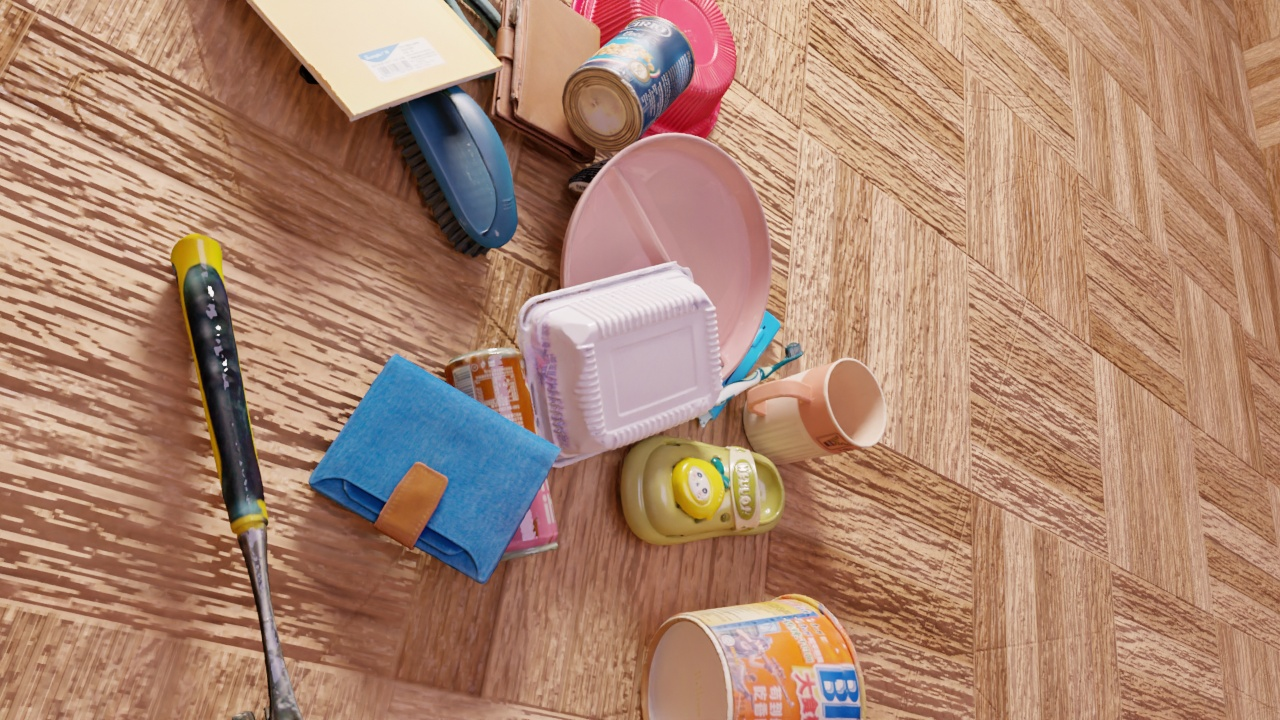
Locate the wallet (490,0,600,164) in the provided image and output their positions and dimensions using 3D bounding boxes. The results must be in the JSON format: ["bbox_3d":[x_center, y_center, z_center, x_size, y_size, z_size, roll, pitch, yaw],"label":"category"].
[{"bbox_3d":[-0.077,-0.245,0.779,0.107,0.031,0.131,18,66,-45],"label":"wallet"}]

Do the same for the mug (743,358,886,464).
[{"bbox_3d":[0.148,0.046,0.843,0.114,0.106,0.081,19,63,-35],"label":"mug"}]

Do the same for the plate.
[{"bbox_3d":[0.025,-0.076,0.784,0.229,0.028,0.229,-7,102,-37],"label":"plate"}]

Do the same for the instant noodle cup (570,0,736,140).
[{"bbox_3d":[0.027,-0.304,0.889,0.193,0.066,0.193,14,68,-37],"label":"instant noodle cup"}]

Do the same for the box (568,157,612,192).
[{"bbox_3d":[0.012,-0.146,0.831,0.162,0.076,0.087,-26,115,-45],"label":"box"}]

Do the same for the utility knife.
[{"bbox_3d":[0.090,0.005,0.868,0.034,0.018,0.159,51,51,-17],"label":"utility knife"}]

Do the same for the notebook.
[{"bbox_3d":[-0.215,-0.267,0.661,0.206,0.010,0.145,48,48,6],"label":"notebook"}]

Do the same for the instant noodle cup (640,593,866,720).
[{"bbox_3d":[0.077,0.253,0.692,0.111,0.152,0.151,9,69,-30],"label":"instant noodle cup"}]

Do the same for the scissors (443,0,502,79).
[{"bbox_3d":[-0.127,-0.250,0.768,0.129,0.019,0.185,-34,97,-43],"label":"scissors"}]

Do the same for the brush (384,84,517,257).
[{"bbox_3d":[-0.135,-0.152,0.691,0.055,0.074,0.144,-31,95,-48],"label":"brush"}]

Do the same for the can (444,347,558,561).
[{"bbox_3d":[-0.100,0.068,0.657,0.057,0.058,0.147,-5,79,-41],"label":"can"}]

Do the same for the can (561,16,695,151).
[{"bbox_3d":[-0.009,-0.233,0.773,0.075,0.076,0.110,50,46,-16],"label":"can"}]

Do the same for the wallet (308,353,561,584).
[{"bbox_3d":[-0.133,0.071,0.602,0.133,0.040,0.106,31,72,-2],"label":"wallet"}]

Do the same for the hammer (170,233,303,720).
[{"bbox_3d":[-0.228,0.080,0.523,0.031,0.126,0.323,-7,69,-35],"label":"hammer"}]

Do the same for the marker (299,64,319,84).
[{"bbox_3d":[-0.199,-0.218,0.699,0.123,0.015,0.018,-14,82,-41],"label":"marker"}]

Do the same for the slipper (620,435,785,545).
[{"bbox_3d":[0.069,0.105,0.776,0.190,0.082,0.091,9,67,-41],"label":"slipper"}]

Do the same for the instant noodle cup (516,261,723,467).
[{"bbox_3d":[-0.004,0.004,0.720,0.173,0.060,0.138,-18,109,-34],"label":"instant noodle cup"}]

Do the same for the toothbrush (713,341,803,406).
[{"bbox_3d":[0.111,0.011,0.867,0.191,0.016,0.018,-24,109,-52],"label":"toothbrush"}]
